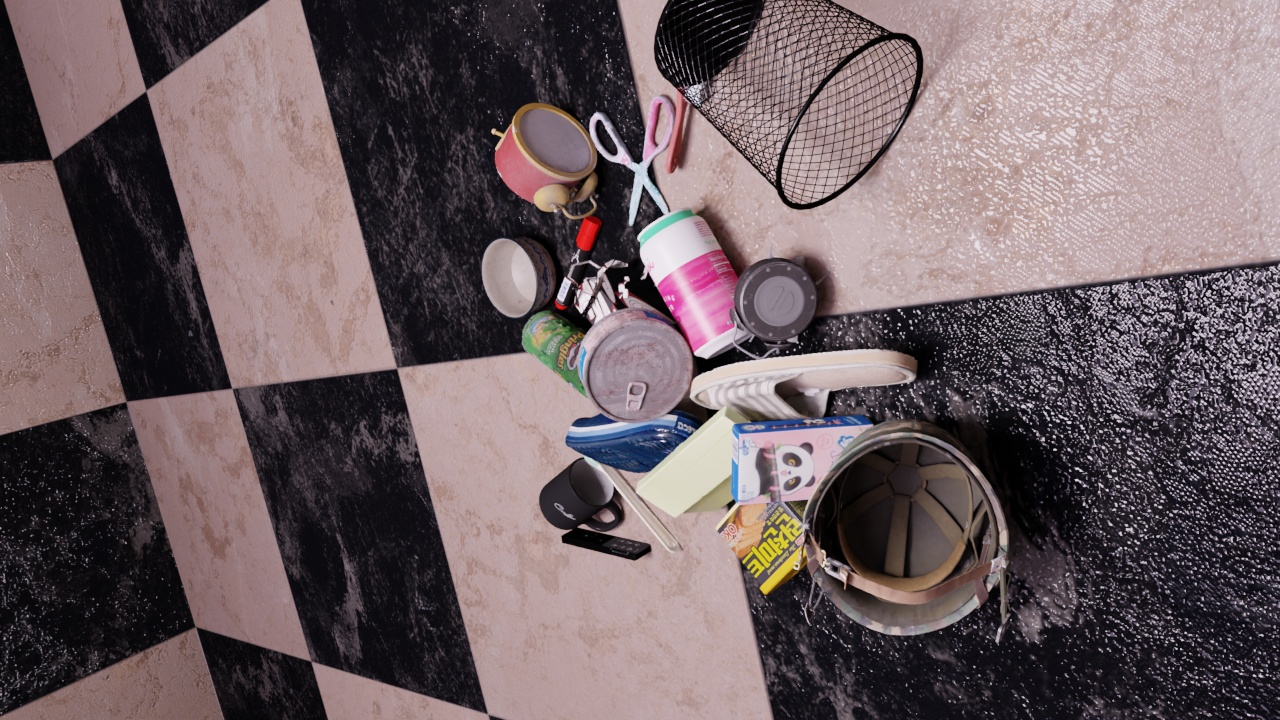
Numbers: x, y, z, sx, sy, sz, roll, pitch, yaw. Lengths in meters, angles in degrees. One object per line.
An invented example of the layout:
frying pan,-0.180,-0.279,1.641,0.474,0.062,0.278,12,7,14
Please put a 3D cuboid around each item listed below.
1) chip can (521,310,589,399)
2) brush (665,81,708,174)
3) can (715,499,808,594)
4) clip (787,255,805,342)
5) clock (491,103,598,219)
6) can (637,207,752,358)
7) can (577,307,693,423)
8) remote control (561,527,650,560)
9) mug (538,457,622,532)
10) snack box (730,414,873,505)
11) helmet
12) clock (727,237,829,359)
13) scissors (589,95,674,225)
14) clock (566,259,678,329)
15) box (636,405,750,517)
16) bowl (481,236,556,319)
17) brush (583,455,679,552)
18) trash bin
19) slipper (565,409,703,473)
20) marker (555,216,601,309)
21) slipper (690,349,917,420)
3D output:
chip can,-0.086,-0.007,1.204,0.223,0.075,0.075,31,125,57
brush,0.057,-0.297,1.057,0.030,0.040,0.173,18,118,17
can,0.166,0.199,1.104,0.101,0.072,0.131,50,131,21
clip,0.156,-0.071,1.048,0.054,0.040,0.102,11,111,25
clock,-0.117,-0.244,1.177,0.159,0.116,0.081,54,135,6
can,0.068,-0.090,1.080,0.088,0.088,0.166,-35,80,43
can,-0.006,0.006,1.075,0.044,0.130,0.130,-121,32,-64
remote control,-0.053,0.268,1.345,0.150,0.034,0.013,3,106,41
mug,-0.079,0.204,1.327,0.113,0.078,0.088,40,132,-9
snack box,0.179,0.110,1.020,0.033,0.154,0.088,-115,22,-70
helmet,0.257,0.174,0.901,0.193,0.235,0.224,7,100,15
clock,0.146,-0.064,1.014,0.091,0.043,0.123,30,99,-9
scissors,-0.011,-0.255,1.147,0.168,0.014,0.171,30,125,29
clock,-0.019,-0.080,1.137,0.154,0.114,0.065,36,127,6
box,0.097,0.132,1.102,0.188,0.140,0.048,-44,41,38
bowl,-0.165,-0.121,1.295,0.116,0.059,0.116,15,114,37
brush,-0.019,0.185,1.291,0.217,0.033,0.012,48,131,16
trash bin,0.133,-0.285,0.904,0.210,0.183,0.185,47,130,27
slipper,0.000,0.088,1.204,0.253,0.105,0.095,-13,58,55
marker,-0.088,-0.131,1.248,0.021,0.023,0.145,-98,27,-51
slipper,0.174,0.031,1.019,0.273,0.114,0.054,-13,61,40
